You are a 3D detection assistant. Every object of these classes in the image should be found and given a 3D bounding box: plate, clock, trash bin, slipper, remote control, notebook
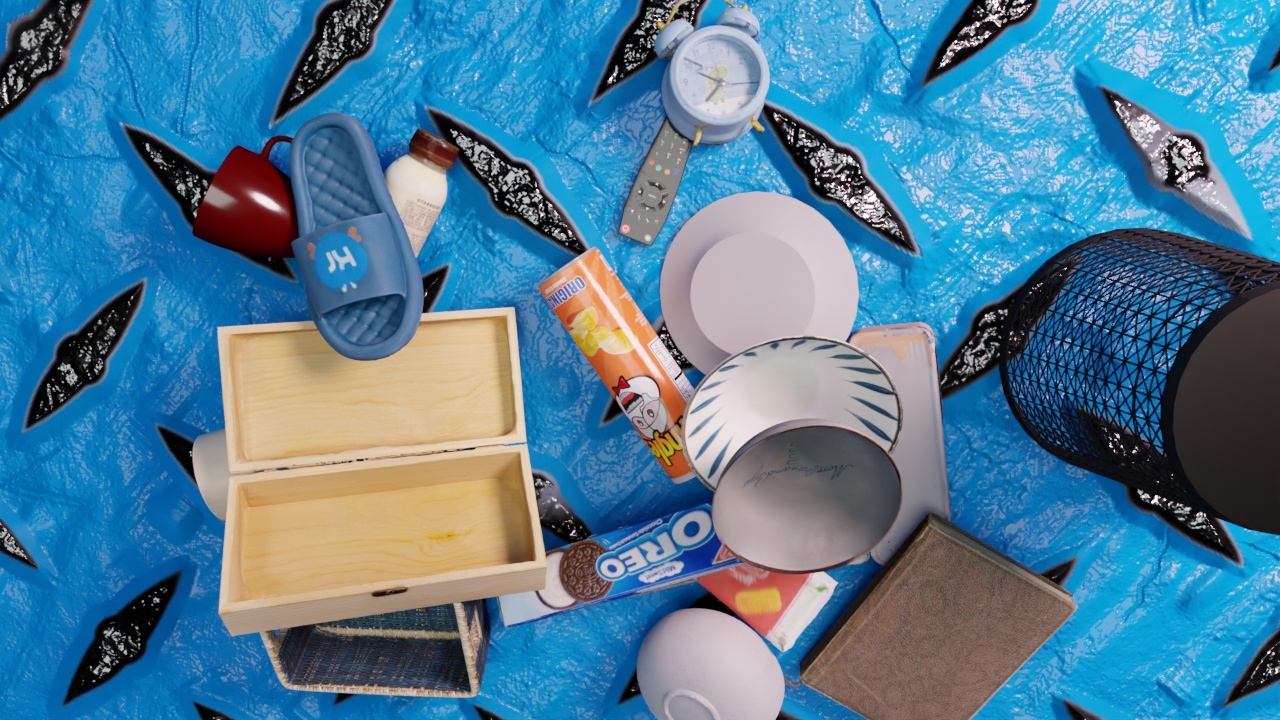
[{"bbox_3d":[0.097,-0.057,0.785,0.173,0.019,0.173,4,102,18],"label":"plate"},{"bbox_3d":[0.060,-0.242,0.759,0.089,0.051,0.124,-11,89,-2],"label":"clock"},{"bbox_3d":[0.418,0.012,0.683,0.217,0.243,0.217,1,99,4],"label":"trash bin"},{"bbox_3d":[-0.245,-0.101,0.749,0.104,0.059,0.213,-19,83,18],"label":"slipper"},{"bbox_3d":[0.018,-0.163,0.799,0.039,0.010,0.125,22,100,0],"label":"remote control"},{"bbox_3d":[0.238,0.238,0.813,0.190,0.034,0.216,29,117,-1],"label":"notebook"}]

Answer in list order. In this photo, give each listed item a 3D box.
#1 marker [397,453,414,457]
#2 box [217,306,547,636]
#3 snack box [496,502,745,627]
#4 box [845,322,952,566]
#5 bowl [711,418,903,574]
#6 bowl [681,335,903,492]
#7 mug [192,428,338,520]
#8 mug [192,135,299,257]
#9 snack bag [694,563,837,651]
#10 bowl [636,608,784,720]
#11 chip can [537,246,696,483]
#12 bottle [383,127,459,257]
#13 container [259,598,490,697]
[{"bbox_3d":[-0.220,0.049,0.849,0.018,0.015,0.123,-1,101,3],"label":"marker"},{"bbox_3d":[-0.217,0.083,0.773,0.247,0.097,0.260,-5,75,-13],"label":"box"},{"bbox_3d":[-0.018,0.182,0.814,0.227,0.059,0.059,-19,74,16],"label":"snack box"},{"bbox_3d":[0.195,0.078,0.818,0.149,0.042,0.216,-4,100,22],"label":"box"},{"bbox_3d":[0.127,0.097,0.725,0.151,0.056,0.151,0,124,0],"label":"bowl"},{"bbox_3d":[0.120,0.038,0.763,0.177,0.070,0.178,0,124,-1],"label":"bowl"},{"bbox_3d":[-0.329,0.104,0.823,0.104,0.085,0.111,-18,65,-5],"label":"mug"},{"bbox_3d":[-0.319,-0.139,0.798,0.088,0.087,0.114,26,84,-19],"label":"mug"},{"bbox_3d":[0.107,0.194,0.819,0.116,0.036,0.077,36,101,23],"label":"snack bag"},{"bbox_3d":[0.056,0.293,0.818,0.132,0.064,0.132,13,122,21],"label":"bowl"},{"bbox_3d":[-0.005,0.005,0.802,0.062,0.062,0.210,-34,96,8],"label":"chip can"},{"bbox_3d":[-0.211,-0.121,0.799,0.056,0.056,0.162,28,100,-1],"label":"bottle"},{"bbox_3d":[-0.237,0.228,0.826,0.187,0.071,0.145,1,126,3],"label":"container"}]
